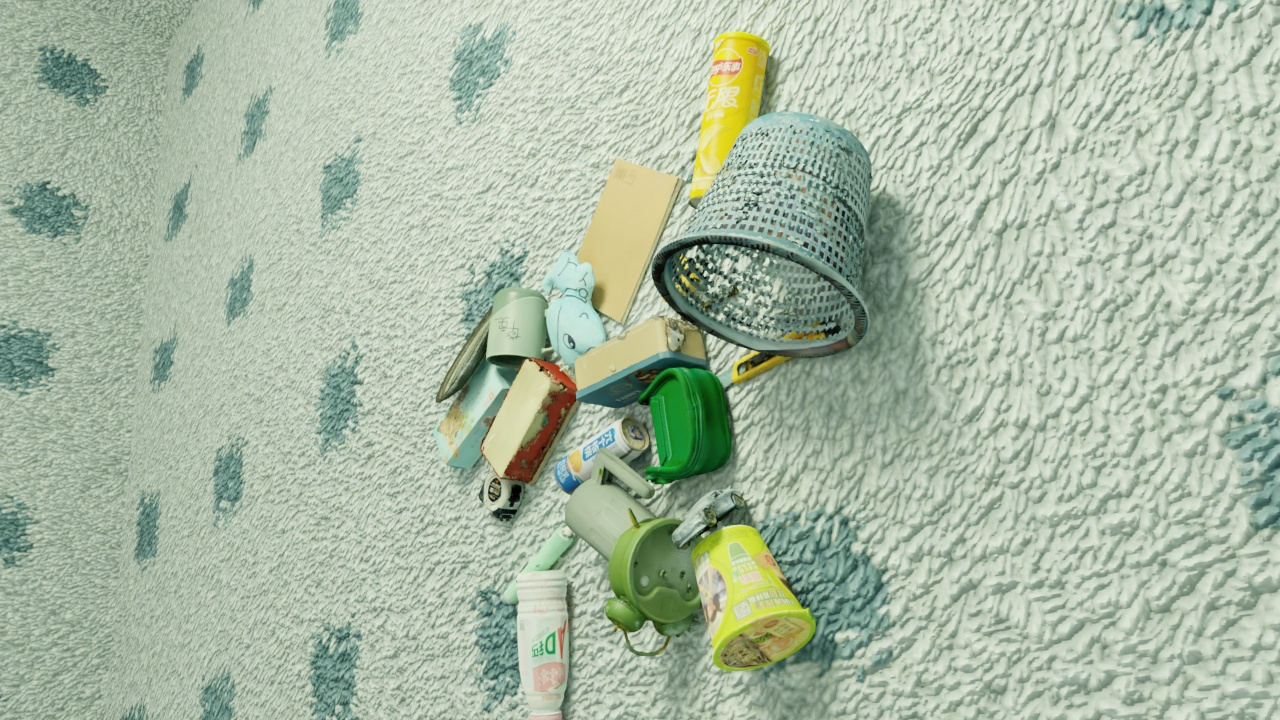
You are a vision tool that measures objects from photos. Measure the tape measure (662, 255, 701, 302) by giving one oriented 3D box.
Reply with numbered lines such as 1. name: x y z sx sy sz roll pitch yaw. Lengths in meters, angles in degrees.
1. tape measure: 0.050 -0.105 1.173 0.060 0.028 0.057 -34 58 35

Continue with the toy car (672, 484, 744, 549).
1. toy car: 0.073 0.171 1.012 0.054 0.120 0.037 -45 77 27

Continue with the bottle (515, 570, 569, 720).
1. bottle: -0.127 0.375 1.195 0.068 0.068 0.196 -15 72 42

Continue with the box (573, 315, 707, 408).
1. box: -0.007 0.007 1.159 0.185 0.089 0.061 -29 60 40

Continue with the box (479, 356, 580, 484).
1. box: -0.162 0.085 1.302 0.091 0.076 0.168 43 110 44

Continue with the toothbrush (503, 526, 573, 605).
1. toothbrush: -0.119 0.256 1.245 0.027 0.026 0.225 43 113 9

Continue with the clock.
1. clock: 0.017 0.255 1.047 0.056 0.116 0.161 -10 68 56

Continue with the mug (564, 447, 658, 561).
1. mug: -0.028 0.184 1.124 0.103 0.083 0.124 33 121 44

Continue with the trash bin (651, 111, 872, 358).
1. trash bin: 0.149 -0.140 0.962 0.227 0.226 0.194 -2 59 45

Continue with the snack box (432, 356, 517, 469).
1. snack box: -0.249 0.082 1.409 0.175 0.051 0.074 -51 47 23

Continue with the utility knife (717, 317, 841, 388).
1. utility knife: 0.140 0.002 1.062 0.216 0.015 0.033 -30 57 38

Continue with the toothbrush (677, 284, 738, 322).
1. toothbrush: 0.050 -0.050 1.166 0.186 0.017 0.012 -30 89 36

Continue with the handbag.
1. handbag: 0.045 0.078 1.095 0.120 0.067 0.131 -29 63 44

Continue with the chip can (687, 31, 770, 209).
1. chip can: 0.110 -0.291 1.135 0.072 0.072 0.213 3 82 46

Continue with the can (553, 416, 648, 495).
1. can: -0.052 0.125 1.195 0.135 0.053 0.053 -36 55 33

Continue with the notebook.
1. notebook: -0.029 -0.172 1.286 0.149 0.012 0.211 31 101 47

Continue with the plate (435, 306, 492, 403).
1. plate: -0.263 -0.006 1.426 0.180 0.024 0.179 -52 16 21

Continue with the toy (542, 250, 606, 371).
1. toy: -0.095 -0.064 1.287 0.161 0.049 0.156 34 114 40

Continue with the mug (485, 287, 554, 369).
1. mug: -0.166 -0.048 1.347 0.112 0.082 0.106 1 74 13

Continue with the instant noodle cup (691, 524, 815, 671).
1. instant noodle cup: 0.109 0.243 0.967 0.112 0.111 0.123 -47 42 26

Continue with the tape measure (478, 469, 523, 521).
1. tape measure: -0.202 0.191 1.344 0.066 0.033 0.066 38 109 42
